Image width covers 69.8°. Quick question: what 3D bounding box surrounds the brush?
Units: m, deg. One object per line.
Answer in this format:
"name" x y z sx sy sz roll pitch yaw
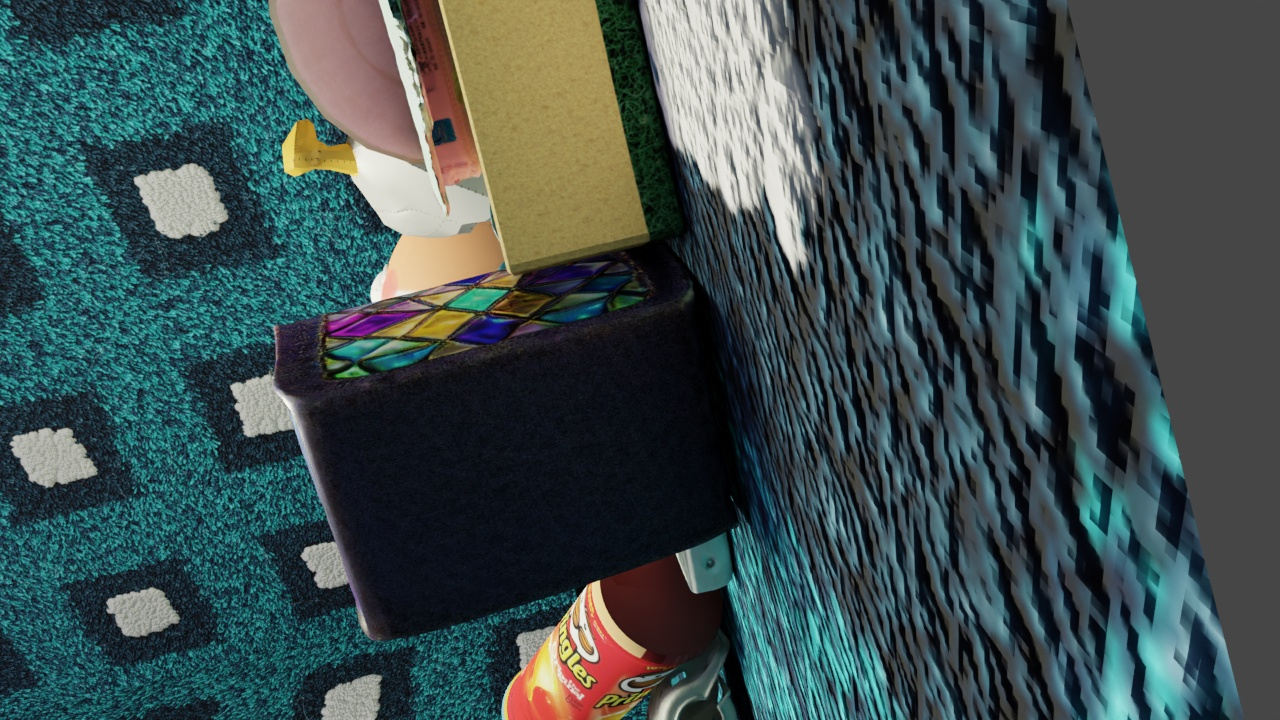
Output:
"brush" -0.054 -0.174 0.428 0.195 0.075 0.250 -116 13 -70

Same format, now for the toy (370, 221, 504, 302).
"toy" -0.173 -0.071 1.051 0.263 0.265 0.281 -127 38 -85

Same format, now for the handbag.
"handbag" -0.071 0.020 0.467 0.222 0.204 0.125 -134 30 -69

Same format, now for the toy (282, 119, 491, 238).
"toy" -0.152 -0.168 0.776 0.141 0.267 0.246 -66 30 15

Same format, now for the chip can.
"chip can" -0.028 0.208 0.640 0.214 0.087 0.087 -58 38 43

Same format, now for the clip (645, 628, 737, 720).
"clip" 0.028 0.256 0.638 0.125 0.081 0.147 93 -158 -81

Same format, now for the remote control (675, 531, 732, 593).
"remote control" 0.025 0.081 0.529 0.114 0.028 0.060 -113 10 -62

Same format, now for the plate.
"plate" -0.125 -0.213 0.539 0.027 0.188 0.189 27 138 47

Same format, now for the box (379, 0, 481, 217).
"box" -0.116 -0.188 0.432 0.159 0.035 0.231 -111 9 -59

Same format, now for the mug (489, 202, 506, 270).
"mug" -0.067 -0.089 0.658 0.084 0.112 0.104 38 -177 1

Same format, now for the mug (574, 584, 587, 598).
"mug" -0.009 0.150 0.728 0.122 0.094 0.085 94 162 -76
